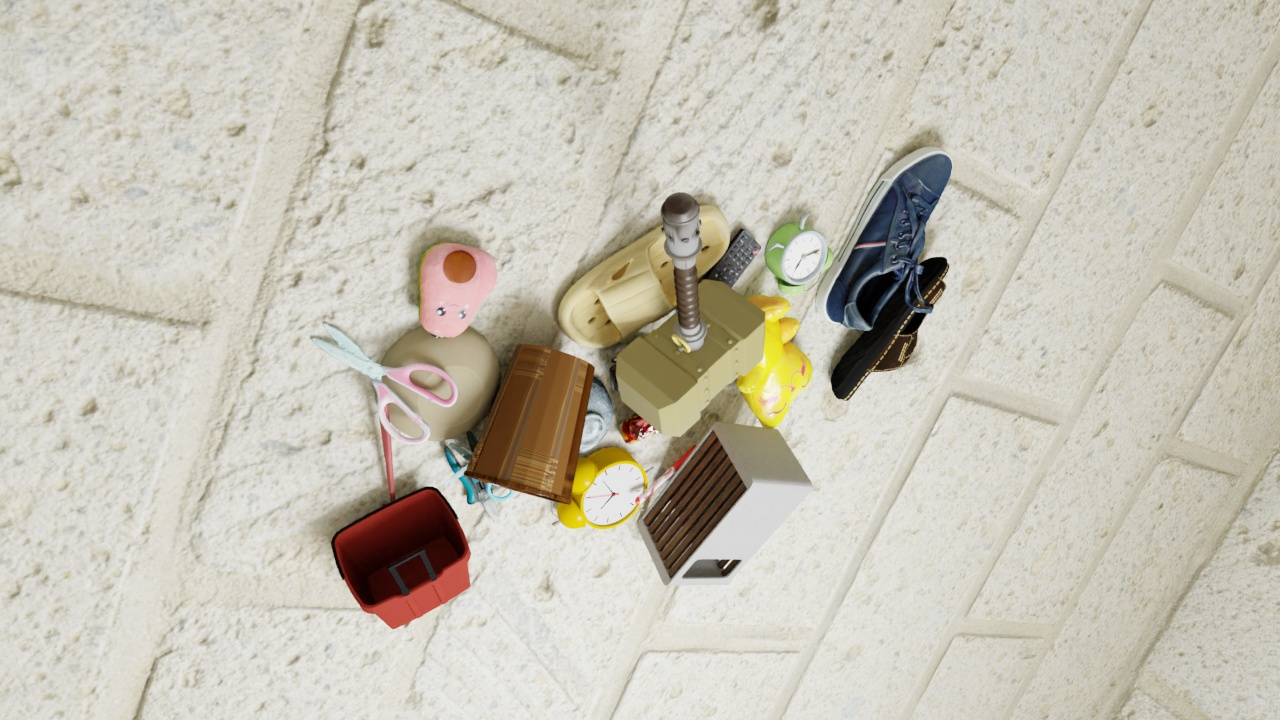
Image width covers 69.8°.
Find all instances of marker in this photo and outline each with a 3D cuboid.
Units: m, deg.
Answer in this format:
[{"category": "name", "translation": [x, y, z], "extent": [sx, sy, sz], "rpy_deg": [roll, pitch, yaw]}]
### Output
[{"category": "marker", "translation": [0.039, 0.163, 1.316], "extent": [0.141, 0.013, 0.013], "rpy_deg": [-37, 131, -38]}]

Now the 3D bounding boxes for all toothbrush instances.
[{"category": "toothbrush", "translation": [-0.304, 0.120, 1.095], "extent": [0.016, 0.016, 0.190], "rpy_deg": [-8, 127, -20]}]

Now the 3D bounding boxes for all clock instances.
[{"category": "clock", "translation": [-0.056, 0.181, 1.275], "extent": [0.151, 0.052, 0.114], "rpy_deg": [-2, 115, -35]}, {"category": "clock", "translation": [0.221, -0.145, 1.284], "extent": [0.094, 0.042, 0.119], "rpy_deg": [-41, 128, -6]}]

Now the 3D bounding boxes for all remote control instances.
[{"category": "remote control", "translation": [0.103, -0.109, 1.245], "extent": [0.047, 0.022, 0.150], "rpy_deg": [38, 89, -38]}]

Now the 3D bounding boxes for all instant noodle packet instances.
[{"category": "instant noodle packet", "translation": [0.022, 0.078, 1.229], "extent": [0.098, 0.135, 0.039], "rpy_deg": [-24, 87, -10]}]

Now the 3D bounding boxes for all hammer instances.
[{"category": "hammer", "translation": [0.055, -0.070, 1.052], "extent": [0.190, 0.101, 0.325], "rpy_deg": [-41, 152, -19]}]

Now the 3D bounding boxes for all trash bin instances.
[{"category": "trash bin", "translation": [0.115, 0.209, 1.310], "extent": [0.114, 0.114, 0.229], "rpy_deg": [9, 128, -37]}]

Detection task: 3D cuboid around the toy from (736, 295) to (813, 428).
[{"category": "toy", "translation": [0.172, 0.001, 1.302], "extent": [0.134, 0.087, 0.194], "rpy_deg": [-52, 134, -20]}]

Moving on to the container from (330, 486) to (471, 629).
[{"category": "container", "translation": [-0.281, 0.226, 1.086], "extent": [0.148, 0.127, 0.201], "rpy_deg": [-27, 148, -17]}]

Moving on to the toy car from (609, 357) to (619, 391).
[{"category": "toy car", "translation": [-0.007, 0.007, 1.209], "extent": [0.092, 0.037, 0.040], "rpy_deg": [-38, 132, -45]}]

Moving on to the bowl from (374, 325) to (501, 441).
[{"category": "bowl", "translation": [-0.233, 0.033, 1.089], "extent": [0.152, 0.050, 0.152], "rpy_deg": [-14, 120, -25]}]

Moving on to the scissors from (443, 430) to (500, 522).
[{"category": "scissors", "translation": [-0.216, 0.154, 1.181], "extent": [0.141, 0.019, 0.127], "rpy_deg": [18, 98, -44]}]

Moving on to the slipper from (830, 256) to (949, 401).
[{"category": "slipper", "translation": [0.393, -0.042, 1.406], "extent": [0.075, 0.113, 0.268], "rpy_deg": [35, 96, -12]}]

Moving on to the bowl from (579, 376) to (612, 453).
[{"category": "bowl", "translation": [-0.081, 0.079, 1.201], "extent": [0.114, 0.061, 0.114], "rpy_deg": [-13, 120, -24]}]

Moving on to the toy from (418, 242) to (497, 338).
[{"category": "toy", "translation": [-0.212, -0.078, 1.043], "extent": [0.090, 0.051, 0.110], "rpy_deg": [9, 104, -34]}]

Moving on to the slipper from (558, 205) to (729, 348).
[{"category": "slipper", "translation": [0.021, -0.097, 1.164], "extent": [0.261, 0.079, 0.111], "rpy_deg": [-38, 131, -11]}]

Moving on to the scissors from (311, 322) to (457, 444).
[{"category": "scissors", "translation": [-0.300, 0.028, 1.026], "extent": [0.179, 0.016, 0.103], "rpy_deg": [28, 89, -13]}]

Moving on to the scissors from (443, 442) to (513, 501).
[{"category": "scissors", "translation": [-0.190, 0.122, 1.169], "extent": [0.133, 0.015, 0.135], "rpy_deg": [-58, 141, -14]}]

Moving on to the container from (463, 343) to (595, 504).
[{"category": "container", "translation": [-0.126, 0.075, 1.108], "extent": [0.132, 0.132, 0.167], "rpy_deg": [24, 76, -38]}]

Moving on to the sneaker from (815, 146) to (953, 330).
[{"category": "sneaker", "translation": [0.380, -0.167, 1.321], "extent": [0.120, 0.127, 0.294], "rpy_deg": [28, 96, -37]}]
